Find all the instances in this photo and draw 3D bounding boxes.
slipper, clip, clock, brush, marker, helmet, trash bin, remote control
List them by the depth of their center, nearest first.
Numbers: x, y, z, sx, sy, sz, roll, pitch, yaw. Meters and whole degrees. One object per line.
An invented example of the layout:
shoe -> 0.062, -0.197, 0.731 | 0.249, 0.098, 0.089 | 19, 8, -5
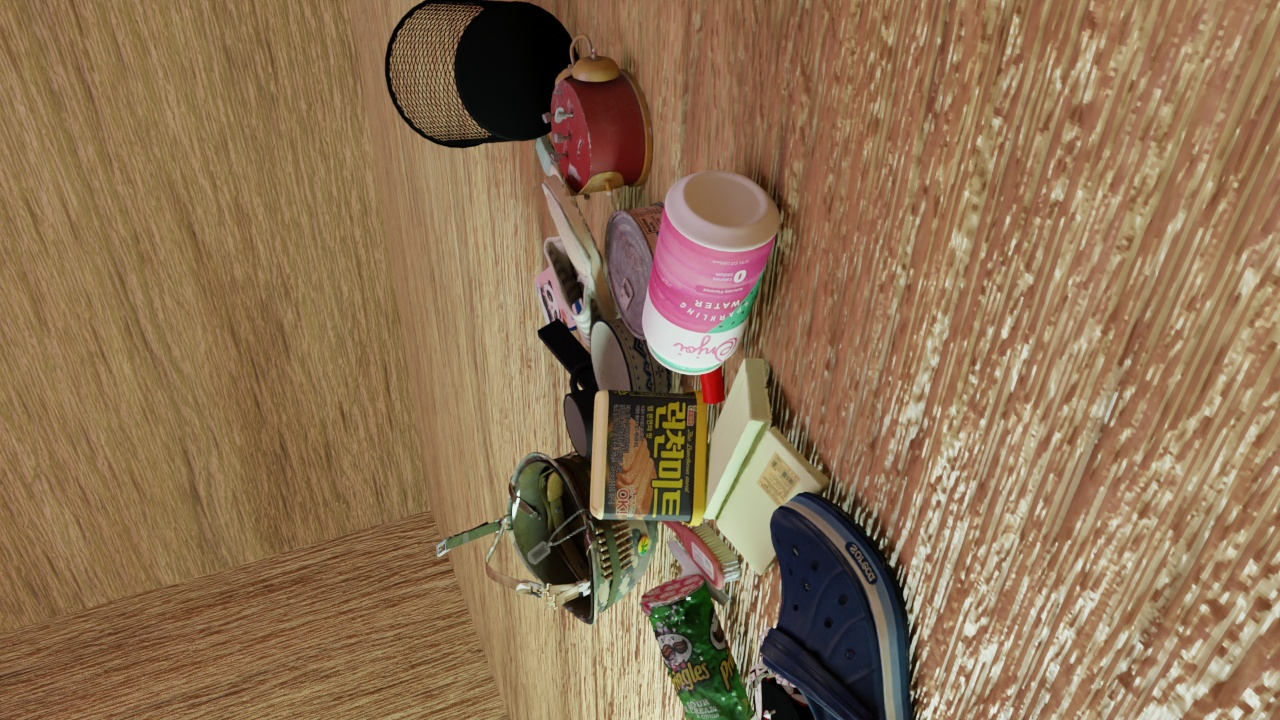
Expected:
slipper -> 0.145, 0.230, 0.699 | 0.105, 0.095, 0.253 | -168, 62, -71
clock -> 0.135, 0.314, 0.816 | 0.115, 0.065, 0.154 | 127, 125, -65
marker -> 0.060, -0.032, 0.850 | 0.023, 0.021, 0.145 | -92, -5, -74
clock -> -0.053, -0.243, 0.918 | 0.117, 0.081, 0.159 | -165, 62, -67
brush -> 0.056, 0.187, 0.989 | 0.172, 0.030, 0.041 | -140, 39, -58
clip -> 0.065, 0.243, 1.008 | 0.101, 0.040, 0.054 | 44, 137, 38
slipper -> -0.071, -0.096, 1.019 | 0.273, 0.054, 0.114 | 77, 170, -57
trash bin -> -0.180, -0.336, 1.073 | 0.210, 0.183, 0.184 | 28, 129, 56
helmet -> -0.094, 0.210, 1.094 | 0.193, 0.235, 0.224 | 23, 140, 47
brush -> -0.089, -0.199, 1.149 | 0.217, 0.012, 0.033 | 64, 156, 24
remote control -> -0.076, 0.006, 1.160 | 0.150, 0.034, 0.013 | 48, 159, 26

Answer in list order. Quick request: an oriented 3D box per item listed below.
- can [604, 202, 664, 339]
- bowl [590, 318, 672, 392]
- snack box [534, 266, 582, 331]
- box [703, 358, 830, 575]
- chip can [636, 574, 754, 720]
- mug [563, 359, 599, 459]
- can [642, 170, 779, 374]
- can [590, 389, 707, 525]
can -> 0.009, -0.088, 0.911 | 0.130, 0.044, 0.130 | 166, 90, -70
bowl -> -0.006, 0.006, 0.991 | 0.116, 0.059, 0.115 | 166, 90, -70
snack box -> -0.099, -0.083, 1.216 | 0.154, 0.033, 0.088 | 166, 89, -70
box -> 0.096, 0.101, 0.815 | 0.140, 0.048, 0.188 | 63, 156, 26
chip can -> 0.071, 0.341, 0.957 | 0.223, 0.075, 0.075 | 69, 160, -1
mug -> -0.041, 0.051, 1.073 | 0.078, 0.087, 0.113 | 116, 136, -60
can -> 0.053, -0.068, 0.746 | 0.166, 0.088, 0.088 | 102, 148, -50
can -> 0.006, 0.093, 0.901 | 0.072, 0.101, 0.130 | 161, 112, -79
